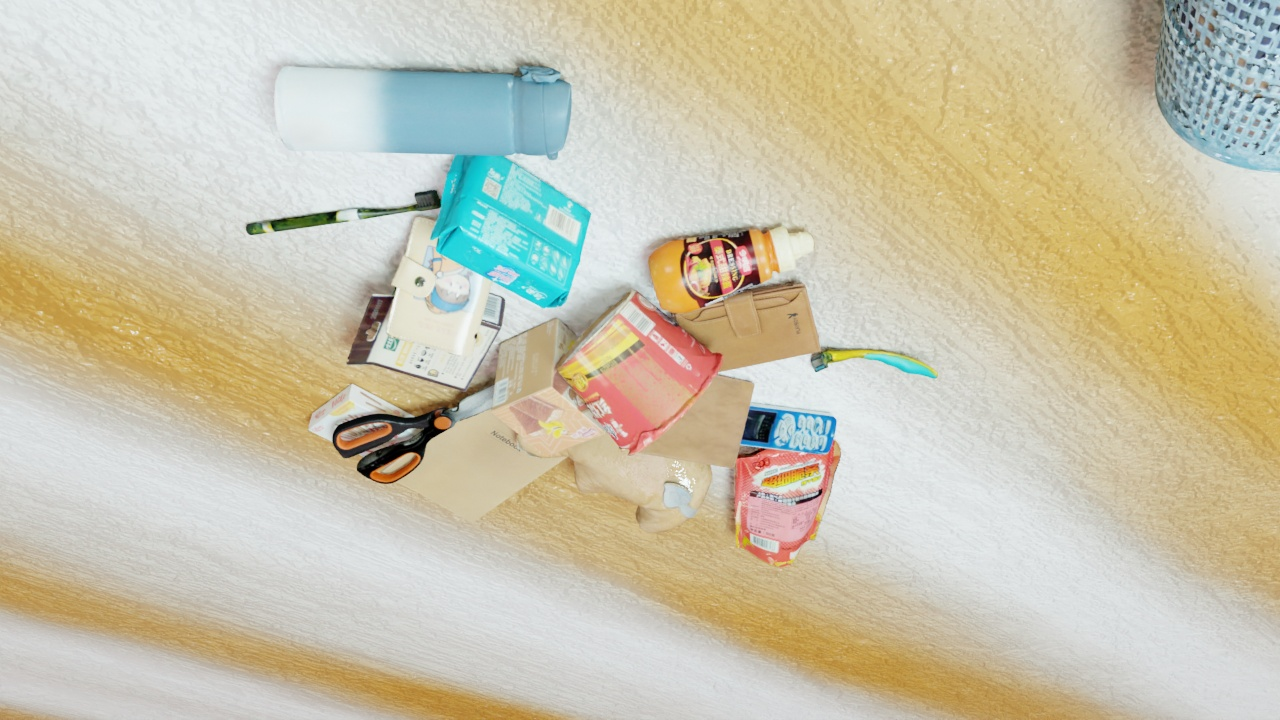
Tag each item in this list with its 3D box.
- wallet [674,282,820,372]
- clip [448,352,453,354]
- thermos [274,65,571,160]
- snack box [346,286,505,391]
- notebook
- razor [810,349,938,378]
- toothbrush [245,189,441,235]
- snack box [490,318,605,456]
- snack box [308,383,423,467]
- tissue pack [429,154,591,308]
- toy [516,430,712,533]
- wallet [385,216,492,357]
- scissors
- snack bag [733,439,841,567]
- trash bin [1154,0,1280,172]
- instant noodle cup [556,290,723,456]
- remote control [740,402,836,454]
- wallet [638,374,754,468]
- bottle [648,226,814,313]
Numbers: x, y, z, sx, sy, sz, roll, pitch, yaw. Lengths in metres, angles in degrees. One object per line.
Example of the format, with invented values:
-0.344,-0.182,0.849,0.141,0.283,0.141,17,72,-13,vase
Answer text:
0.109,-0.032,0.923,0.132,0.031,0.108,-11,140,12,wallet
-0.195,-0.026,0.865,0.056,0.026,0.024,27,127,-21,clip
-0.163,-0.193,0.708,0.220,0.070,0.070,0,140,-1,thermos
-0.213,-0.029,0.910,0.125,0.053,0.114,19,136,-19,snack box
-0.181,0.111,1.081,0.208,0.008,0.147,-35,129,21,notebook
0.248,0.004,0.963,0.132,0.028,0.043,6,169,-3,razor
-0.267,-0.132,0.820,0.186,0.012,0.017,-7,134,9,toothbrush
-0.091,0.028,0.946,0.077,0.092,0.094,-23,134,25,snack box
-0.296,0.088,1.072,0.085,0.026,0.156,-31,131,32,snack box
-0.109,-0.112,0.778,0.133,0.093,0.050,30,148,-30,tissue pack
-0.026,0.108,1.048,0.226,0.082,0.144,30,110,-6,toy
-0.182,-0.068,0.839,0.087,0.024,0.115,15,98,-16,wallet
-0.227,0.078,1.030,0.234,0.021,0.161,-6,131,-5,scissors
0.176,0.172,1.144,0.128,0.073,0.208,-5,135,-1,snack bag
0.418,-0.231,0.562,0.227,0.226,0.195,-9,152,11,trash bin
-0.005,0.005,0.881,0.108,0.137,0.138,46,127,-8,instant noodle cup
0.159,0.076,1.044,0.125,0.024,0.049,8,106,-10,remote control
0.060,0.061,0.997,0.115,0.020,0.101,13,96,-17,wallet
0.084,-0.089,0.834,0.149,0.066,0.067,-14,138,7,bottle
